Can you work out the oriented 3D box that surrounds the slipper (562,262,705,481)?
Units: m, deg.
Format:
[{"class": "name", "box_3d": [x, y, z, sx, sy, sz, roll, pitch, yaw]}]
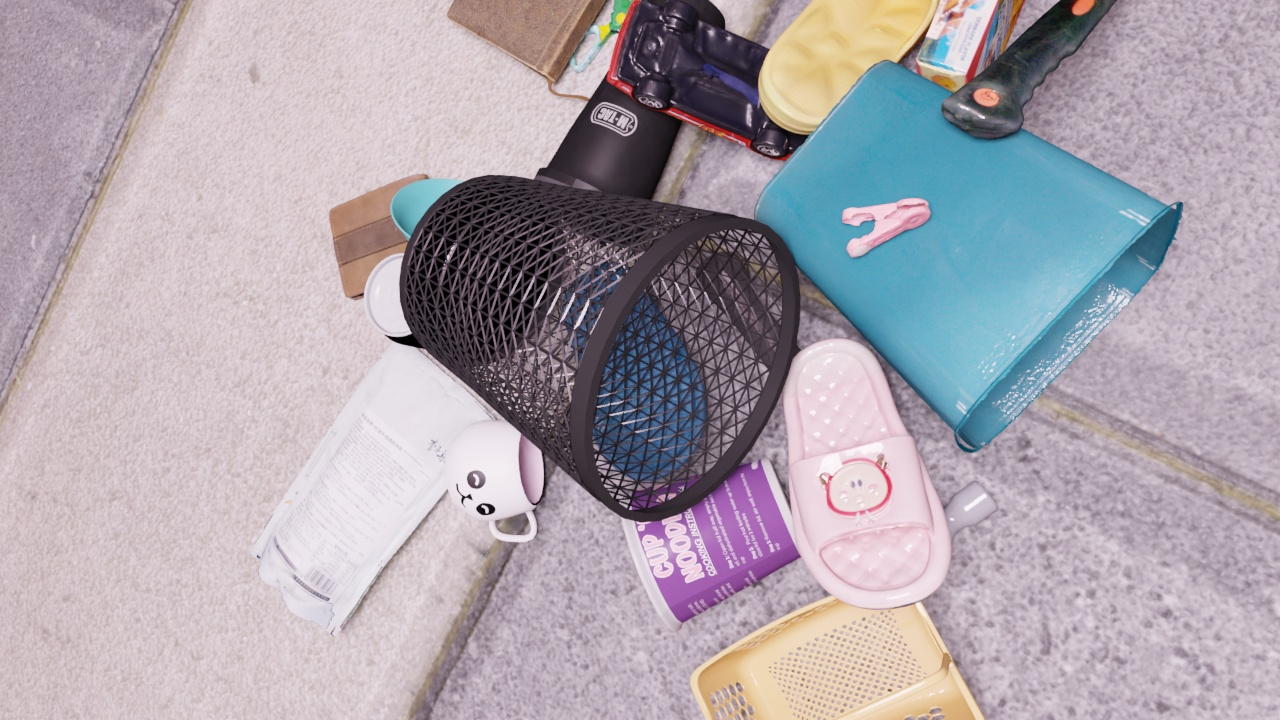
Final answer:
[{"class": "slipper", "box_3d": [-0.005, 0.005, 0.803, 0.104, 0.059, 0.213, -27, 61, 11]}]

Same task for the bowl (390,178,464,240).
[{"class": "bowl", "box_3d": [-0.176, -0.119, 0.870, 0.121, 0.120, 0.046, 38, 134, 20]}]

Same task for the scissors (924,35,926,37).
[{"class": "scissors", "box_3d": [0.200, -0.281, 0.780, 0.130, 0.013, 0.125, 10, 87, 17]}]

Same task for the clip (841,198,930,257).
[{"class": "clip", "box_3d": [0.154, -0.092, 0.593, 0.059, 0.023, 0.050, -45, 60, 19]}]

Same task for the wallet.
[{"class": "wallet", "box_3d": [-0.256, -0.124, 0.926, 0.121, 0.027, 0.098, -17, 81, 18]}]

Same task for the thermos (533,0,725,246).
[{"class": "thermos", "box_3d": [-0.005, -0.215, 0.807, 0.106, 0.105, 0.218, 27, 89, 21]}]

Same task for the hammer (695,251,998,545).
[{"class": "hammer", "box_3d": [0.143, 0.035, 0.760, 0.125, 0.029, 0.311, -40, 72, 11]}]

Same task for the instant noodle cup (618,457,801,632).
[{"class": "instant noodle cup", "box_3d": [0.062, 0.134, 0.746, 0.122, 0.122, 0.136, -23, 32, 7]}]

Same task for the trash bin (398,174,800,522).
[{"class": "trash bin", "box_3d": [-0.044, -0.032, 0.690, 0.243, 0.216, 0.217, 26, 94, 37]}]

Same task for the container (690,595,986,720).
[{"class": "container", "box_3d": [0.138, 0.244, 0.665, 0.184, 0.167, 0.129, -31, 75, 15]}]

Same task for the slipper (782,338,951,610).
[{"class": "slipper", "box_3d": [0.155, 0.077, 0.678, 0.107, 0.056, 0.221, -19, 55, 16]}]

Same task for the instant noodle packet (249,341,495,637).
[{"class": "instant noodle packet", "box_3d": [-0.265, 0.123, 0.898, 0.147, 0.057, 0.269, 38, 93, 17]}]

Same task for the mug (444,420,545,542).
[{"class": "mug", "box_3d": [-0.130, 0.113, 0.829, 0.076, 0.090, 0.124, -7, 114, 12]}]

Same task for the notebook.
[{"class": "notebook", "box_3d": [-0.067, -0.374, 0.871, 0.190, 0.034, 0.215, 38, 98, 25]}]

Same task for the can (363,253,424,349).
[{"class": "can", "box_3d": [-0.174, -0.047, 0.823, 0.080, 0.146, 0.080, -2, 83, 20]}]

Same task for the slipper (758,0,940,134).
[{"class": "slipper", "box_3d": [0.191, -0.290, 0.719, 0.099, 0.078, 0.263, 39, 80, 3]}]

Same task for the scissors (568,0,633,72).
[{"class": "scissors", "box_3d": [-0.025, -0.321, 0.869, 0.117, 0.012, 0.129, -5, 83, 20]}]

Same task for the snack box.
[{"class": "snack box", "box_3d": [0.254, -0.258, 0.688, 0.040, 0.142, 0.145, 23, 92, 20]}]

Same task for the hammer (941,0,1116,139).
[{"class": "hammer", "box_3d": [0.313, -0.252, 0.636, 0.133, 0.033, 0.332, 36, 64, 21]}]

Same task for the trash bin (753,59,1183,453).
[{"class": "trash bin", "box_3d": [0.221, -0.080, 0.665, 0.199, 0.196, 0.218, -48, 65, 9]}]

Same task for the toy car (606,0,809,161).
[{"class": "toy car", "box_3d": [0.068, -0.229, 0.759, 0.189, 0.056, 0.081, 18, 87, -18]}]
